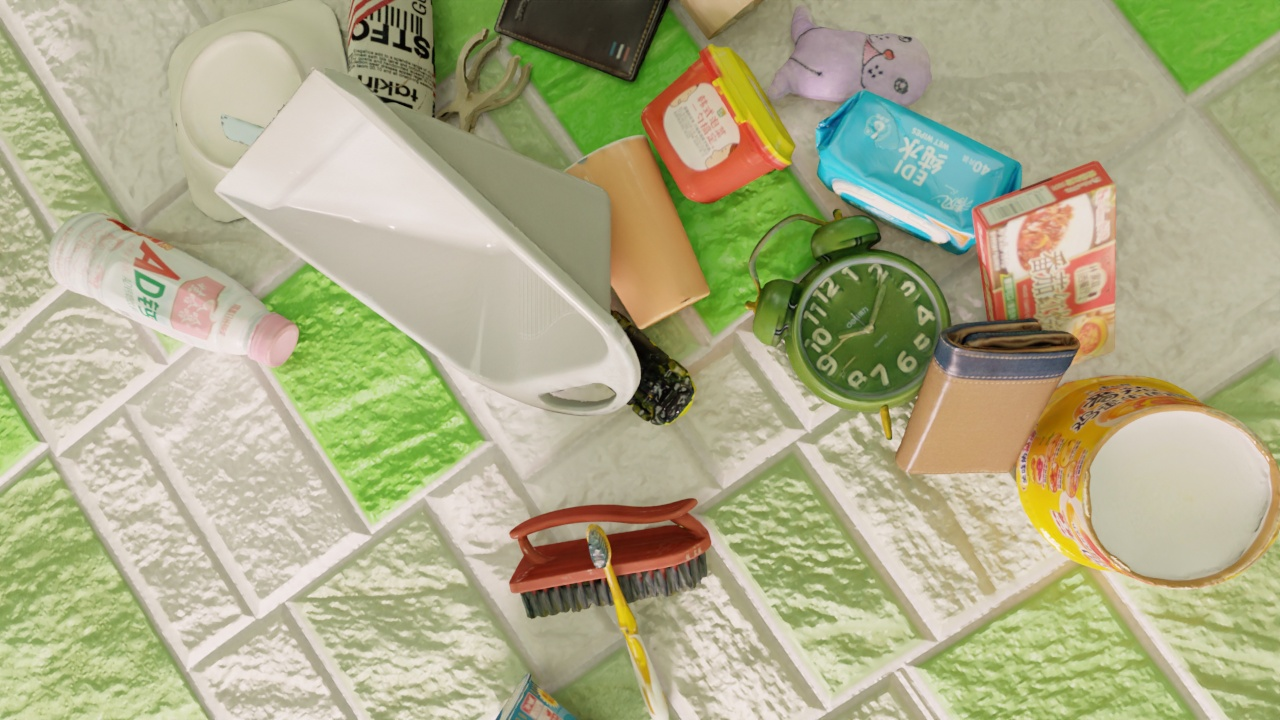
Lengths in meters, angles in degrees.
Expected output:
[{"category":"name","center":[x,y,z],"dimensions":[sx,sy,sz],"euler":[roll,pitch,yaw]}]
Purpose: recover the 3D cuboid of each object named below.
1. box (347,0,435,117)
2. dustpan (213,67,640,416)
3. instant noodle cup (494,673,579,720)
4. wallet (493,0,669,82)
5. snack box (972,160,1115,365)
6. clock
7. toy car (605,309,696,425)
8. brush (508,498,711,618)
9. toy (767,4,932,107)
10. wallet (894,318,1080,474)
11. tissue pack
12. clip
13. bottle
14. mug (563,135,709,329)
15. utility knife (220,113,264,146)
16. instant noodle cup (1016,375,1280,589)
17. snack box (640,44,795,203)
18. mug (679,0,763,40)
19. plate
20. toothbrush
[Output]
[{"category":"box","center":[-0.191,-0.226,0.694],"dimensions":[0.076,0.088,0.162],"euler":[2,73,-32]},{"category":"dustpan","center":[-0.124,-0.046,0.601],"dimensions":[0.223,0.257,0.142],"euler":[-13,72,52]},{"category":"instant noodle cup","center":[-0.063,0.300,0.668],"dimensions":[0.110,0.099,0.099],"euler":[33,96,2]},{"category":"wallet","center":[-0.041,-0.274,0.692],"dimensions":[0.122,0.020,0.096],"euler":[25,95,12]},{"category":"snack box","center":[0.257,-0.049,0.579],"dimensions":[0.075,0.153,0.025],"euler":[-19,46,11]},{"category":"clock","center":[0.145,-0.033,0.638],"dimensions":[0.161,0.056,0.116],"euler":[44,97,8]},{"category":"toy car","center":[-0.004,0.004,0.680],"dimensions":[0.105,0.032,0.048],"euler":[41,99,19]},{"category":"brush","center":[-0.021,0.138,0.669],"dimensions":[0.146,0.063,0.069],"euler":[-11,102,10]},{"category":"toy","center":[0.150,-0.209,0.645],"dimensions":[0.108,0.039,0.083],"euler":[12,71,12]},{"category":"wallet","center":[0.223,0.028,0.599],"dimensions":[0.090,0.033,0.115],"euler":[-1,130,-9]},{"category":"tissue pack","center":[0.182,-0.120,0.612],"dimensions":[0.140,0.090,0.063],"euler":[30,95,9]},{"category":"clip","center":[-0.117,-0.194,0.699],"dimensions":[0.083,0.034,0.105],"euler":[25,100,10]},{"category":"bottle","center":[-0.370,-0.052,0.735],"dimensions":[0.197,0.068,0.068],"euler":[25,95,6]},{"category":"mug","center":[-0.003,-0.089,0.660],"dimensions":[0.078,0.078,0.123],"euler":[-27,91,10]},{"category":"utility knife","center":[-0.233,-0.151,0.708],"dimensions":[0.191,0.018,0.034],"euler":[19,100,-4]},{"category":"instant noodle cup","center":[0.320,0.078,0.578],"dimensions":[0.138,0.109,0.138],"euler":[0,91,12]},{"category":"snack box","center":[0.052,-0.162,0.645],"dimensions":[0.080,0.082,0.091],"euler":[-31,84,19]},{"category":"mug","center":[0.062,-0.301,0.637],"dimensions":[0.124,0.084,0.103],"euler":[-41,100,-18]},{"category":"plate","center":[-0.310,-0.205,0.736],"dimensions":[0.164,0.034,0.164],"euler":[-14,88,11]},{"category":"toothbrush","center":[-0.008,0.194,0.650],"dimensions":[0.016,0.018,0.191],"euler":[-11,116,11]}]
